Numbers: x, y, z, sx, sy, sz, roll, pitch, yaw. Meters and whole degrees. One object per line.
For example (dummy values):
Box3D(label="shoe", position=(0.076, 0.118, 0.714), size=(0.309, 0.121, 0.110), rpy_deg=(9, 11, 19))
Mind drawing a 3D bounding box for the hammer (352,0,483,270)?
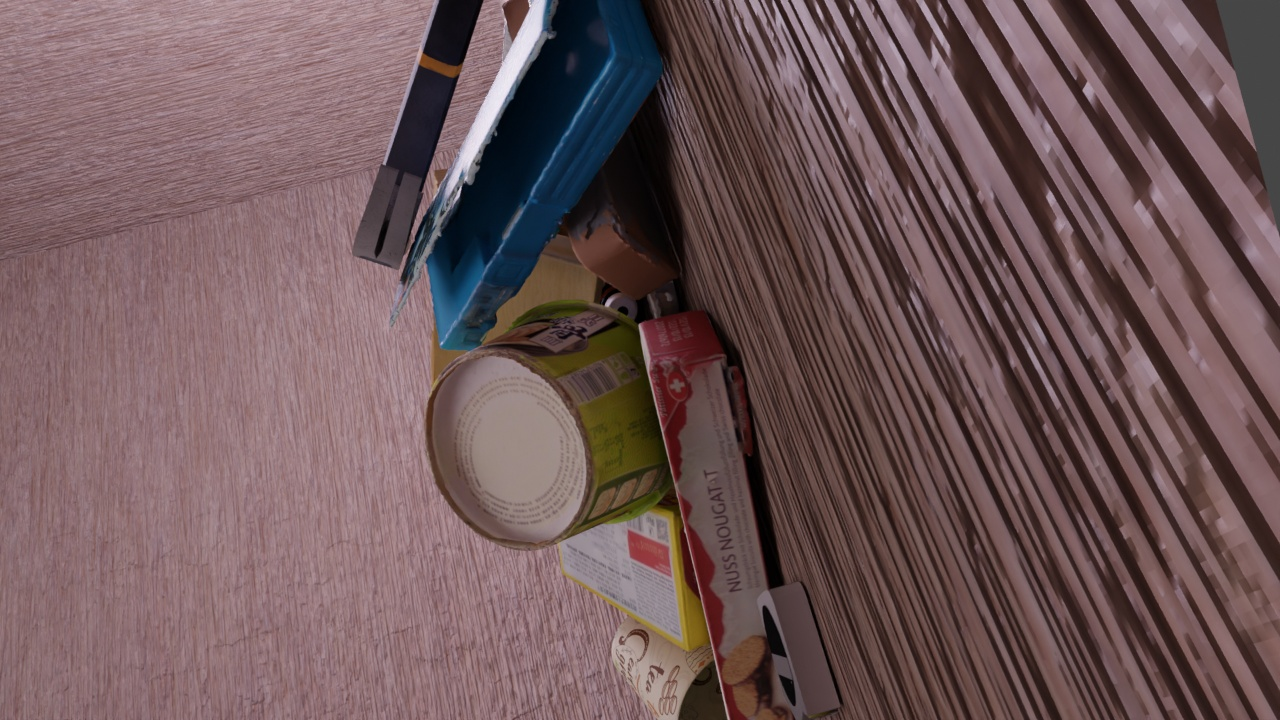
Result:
Box3D(label="hammer", position=(-0.121, -0.209, 0.583), size=(0.139, 0.035, 0.312), rpy_deg=(-145, 74, -74))

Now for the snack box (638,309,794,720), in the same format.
Box3D(label="snack box", position=(0.049, 0.110, 0.510), size=(0.076, 0.044, 0.273), rpy_deg=(-100, -2, -68))

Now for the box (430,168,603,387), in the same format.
Box3D(label="box", position=(-0.102, -0.024, 0.729), size=(0.249, 0.140, 0.148), rpy_deg=(101, 163, -44))

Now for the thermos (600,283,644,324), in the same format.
Box3D(label="thermos", position=(-0.004, 0.004, 0.696), size=(0.230, 0.068, 0.101), rpy_deg=(-118, 25, -76))

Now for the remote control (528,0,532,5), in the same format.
Box3D(label="remote control", position=(-0.038, -0.212, 0.481), size=(0.022, 0.050, 0.133), rpy_deg=(-72, -22, -45))

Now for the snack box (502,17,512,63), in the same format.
Box3D(label="snack box", position=(-0.076, -0.191, 0.687), size=(0.025, 0.061, 0.149), rpy_deg=(33, 135, 23))

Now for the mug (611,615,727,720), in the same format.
Box3D(label="mug", position=(0.044, 0.232, 0.680), size=(0.097, 0.122, 0.081), rpy_deg=(21, 88, 52))

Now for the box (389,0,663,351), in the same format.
Box3D(label="box", position=(-0.080, -0.106, 0.499), size=(0.244, 0.066, 0.090), rpy_deg=(-47, 49, 46))

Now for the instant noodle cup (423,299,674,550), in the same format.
Box3D(label="instant noodle cup", position=(-0.055, 0.042, 0.546), size=(0.097, 0.146, 0.146), rpy_deg=(-25, -78, -58))

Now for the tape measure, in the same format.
Box3D(label="tape measure", position=(0.075, 0.141, 0.440), size=(0.065, 0.017, 0.064), rpy_deg=(91, 164, -74))

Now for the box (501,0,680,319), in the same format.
Box3D(label="box", position=(-0.022, -0.124, 0.593), size=(0.157, 0.063, 0.216), rpy_deg=(66, -174, -63))

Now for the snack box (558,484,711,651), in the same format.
Box3D(label="snack box", position=(-0.005, 0.132, 0.663), size=(0.201, 0.042, 0.092), rpy_deg=(5, 103, 62))

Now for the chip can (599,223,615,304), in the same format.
Box3D(label="chip can", position=(-0.047, -0.117, 0.807), size=(0.062, 0.062, 0.210), rpy_deg=(-114, 10, -65))
